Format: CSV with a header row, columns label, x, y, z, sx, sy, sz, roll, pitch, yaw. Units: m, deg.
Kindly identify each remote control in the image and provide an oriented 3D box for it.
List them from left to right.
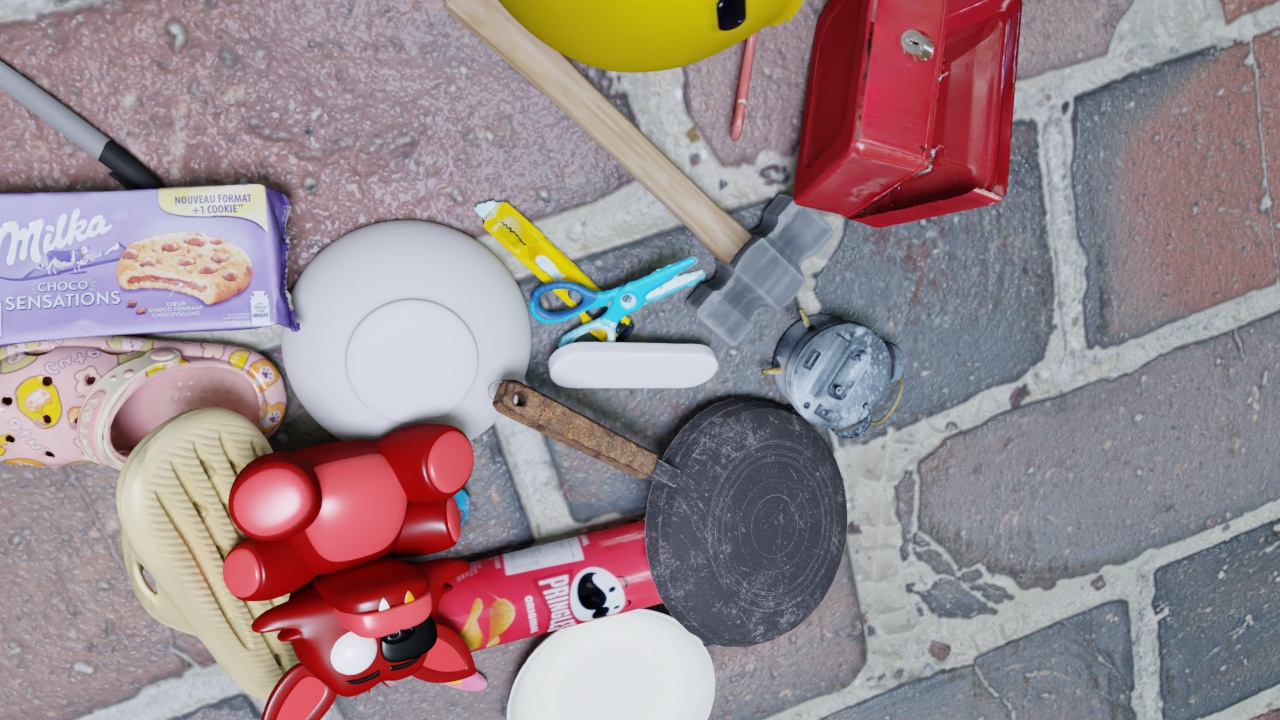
label,x,y,z,sx,sy,sz,roll,pitch,yaw
remote control,-0.004,0.004,0.709,0.136,0.013,0.043,1,140,-21

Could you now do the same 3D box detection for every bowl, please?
label,x,y,z,sx,sy,sz,roll,pitch,yaw
bowl,-0.161,-0.007,0.647,0.176,0.066,0.177,-5,108,-14

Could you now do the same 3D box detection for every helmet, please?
label,x,y,z,sx,sy,sz,roll,pitch,yaw
helmet,-0.025,-0.249,0.520,0.139,0.240,0.209,-35,134,0

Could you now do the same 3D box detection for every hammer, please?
label,x,y,z,sx,sy,sz,roll,pitch,yaw
hammer,-0.004,-0.150,0.660,0.323,0.051,0.117,40,93,-20

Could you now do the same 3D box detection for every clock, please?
label,x,y,z,sx,sy,sz,roll,pitch,yaw
clock,0.166,0.013,0.753,0.129,0.052,0.090,29,97,-21

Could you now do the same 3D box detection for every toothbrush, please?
label,x,y,z,sx,sy,sz,roll,pitch,yaw
toothbrush,-0.187,0.246,0.748,0.135,0.016,0.021,25,97,-23

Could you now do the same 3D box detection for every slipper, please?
label,x,y,z,sx,sy,sz,roll,pitch,yaw
slipper,-0.339,0.031,0.602,0.197,0.081,0.093,-3,106,-17
slipper,-0.291,0.133,0.629,0.079,0.111,0.262,11,132,19

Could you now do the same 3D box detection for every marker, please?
label,x,y,z,sx,sy,sz,roll,pitch,yaw
marker,-0.360,-0.146,0.576,0.138,0.016,0.022,40,116,-22

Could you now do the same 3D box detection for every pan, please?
label,x,y,z,sx,sy,sz,roll,pitch,yaw
pan,0.038,0.097,0.699,0.356,0.040,0.207,30,73,-30

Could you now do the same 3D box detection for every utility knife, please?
label,x,y,z,sx,sy,sz,roll,pitch,yaw
utility knife,-0.063,-0.064,0.686,0.155,0.017,0.030,43,88,-20

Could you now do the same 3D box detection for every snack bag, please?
label,x,y,z,sx,sy,sz,roll,pitch,yaw
snack bag,-0.326,-0.058,0.582,0.205,0.058,0.096,-4,90,-11

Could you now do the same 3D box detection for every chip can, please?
label,x,y,z,sx,sy,sz,roll,pitch,yaw
chip can,-0.095,0.184,0.722,0.232,0.073,0.073,-12,109,-12

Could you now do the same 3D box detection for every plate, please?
label,x,y,z,sx,sy,sz,roll,pitch,yaw
plate,-0.027,0.287,0.794,0.182,0.034,0.182,-5,108,-14

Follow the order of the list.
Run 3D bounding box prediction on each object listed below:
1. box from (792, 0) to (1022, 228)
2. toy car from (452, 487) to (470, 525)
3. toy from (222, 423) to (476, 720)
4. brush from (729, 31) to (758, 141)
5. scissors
label,x,y,z,sx,sy,sz,roll,pitch,yaw
box,0.166,-0.184,0.631,0.122,0.137,0.157,10,82,-26
toy car,-0.182,0.106,0.695,0.105,0.032,0.048,22,100,-19
toy,-0.185,0.145,0.609,0.158,0.121,0.197,-11,101,-37
brush,0.073,-0.246,0.658,0.030,0.041,0.172,9,107,-1
scissors,-0.017,-0.049,0.673,0.141,0.015,0.083,-28,118,25
